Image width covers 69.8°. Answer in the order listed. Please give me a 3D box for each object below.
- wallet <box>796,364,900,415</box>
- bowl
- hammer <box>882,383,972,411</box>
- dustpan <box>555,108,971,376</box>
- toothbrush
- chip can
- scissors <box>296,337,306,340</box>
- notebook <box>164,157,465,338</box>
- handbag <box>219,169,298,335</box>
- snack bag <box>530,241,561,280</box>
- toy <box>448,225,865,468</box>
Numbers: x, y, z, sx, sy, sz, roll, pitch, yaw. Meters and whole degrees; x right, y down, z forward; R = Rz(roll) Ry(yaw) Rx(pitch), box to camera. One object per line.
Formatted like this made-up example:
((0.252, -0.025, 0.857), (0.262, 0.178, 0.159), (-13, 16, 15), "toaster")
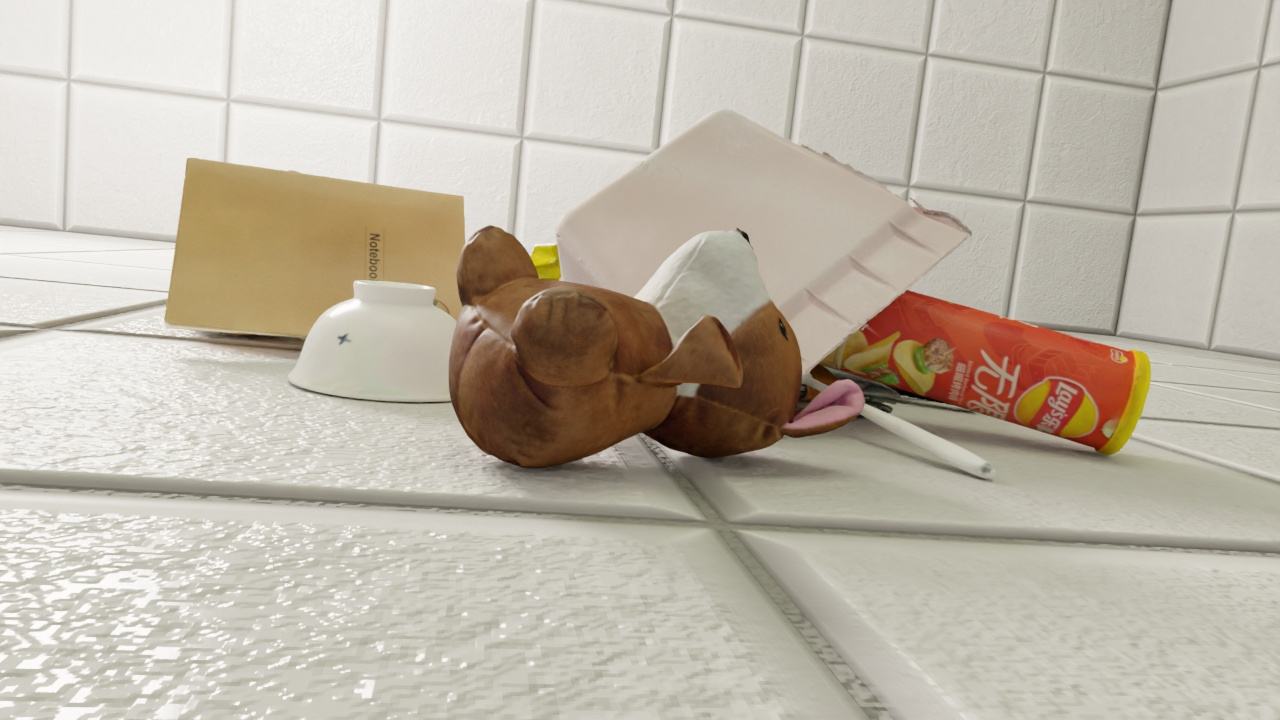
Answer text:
((0.111, 0.015, 0.678), (0.129, 0.037, 0.106), (4, 6, -19), "wallet")
((-0.156, -0.016, 0.574), (0.118, 0.065, 0.118), (6, 6, -1), "bowl")
((0.138, -0.001, 0.795), (0.301, 0.033, 0.128), (11, -5, 19), "hammer")
((0.058, -0.061, 0.664), (0.222, 0.139, 0.273), (-35, 61, -16), "dustpan")
((0.142, 0.029, 0.553), (0.016, 0.016, 0.180), (-6, 21, -28), "toothbrush")
((0.219, -0.003, 0.623), (0.217, 0.073, 0.073), (18, 9, 15), "chip can")
((-0.195, -0.009, 0.700), (0.133, 0.017, 0.134), (12, 7, 9), "scissors")
((-0.233, -0.079, 0.688), (0.207, 0.147, 0.008), (5, -30, -22), "notebook")
((-0.325, -0.089, 0.793), (0.100, 0.147, 0.205), (43, -13, -29), "handbag")
((0.015, -0.071, 0.890), (0.158, 0.068, 0.246), (-2, -5, 26), "snack bag")
((0.008, -0.008, 0.443), (0.199, 0.131, 0.140), (13, 18, -35), "toy")
